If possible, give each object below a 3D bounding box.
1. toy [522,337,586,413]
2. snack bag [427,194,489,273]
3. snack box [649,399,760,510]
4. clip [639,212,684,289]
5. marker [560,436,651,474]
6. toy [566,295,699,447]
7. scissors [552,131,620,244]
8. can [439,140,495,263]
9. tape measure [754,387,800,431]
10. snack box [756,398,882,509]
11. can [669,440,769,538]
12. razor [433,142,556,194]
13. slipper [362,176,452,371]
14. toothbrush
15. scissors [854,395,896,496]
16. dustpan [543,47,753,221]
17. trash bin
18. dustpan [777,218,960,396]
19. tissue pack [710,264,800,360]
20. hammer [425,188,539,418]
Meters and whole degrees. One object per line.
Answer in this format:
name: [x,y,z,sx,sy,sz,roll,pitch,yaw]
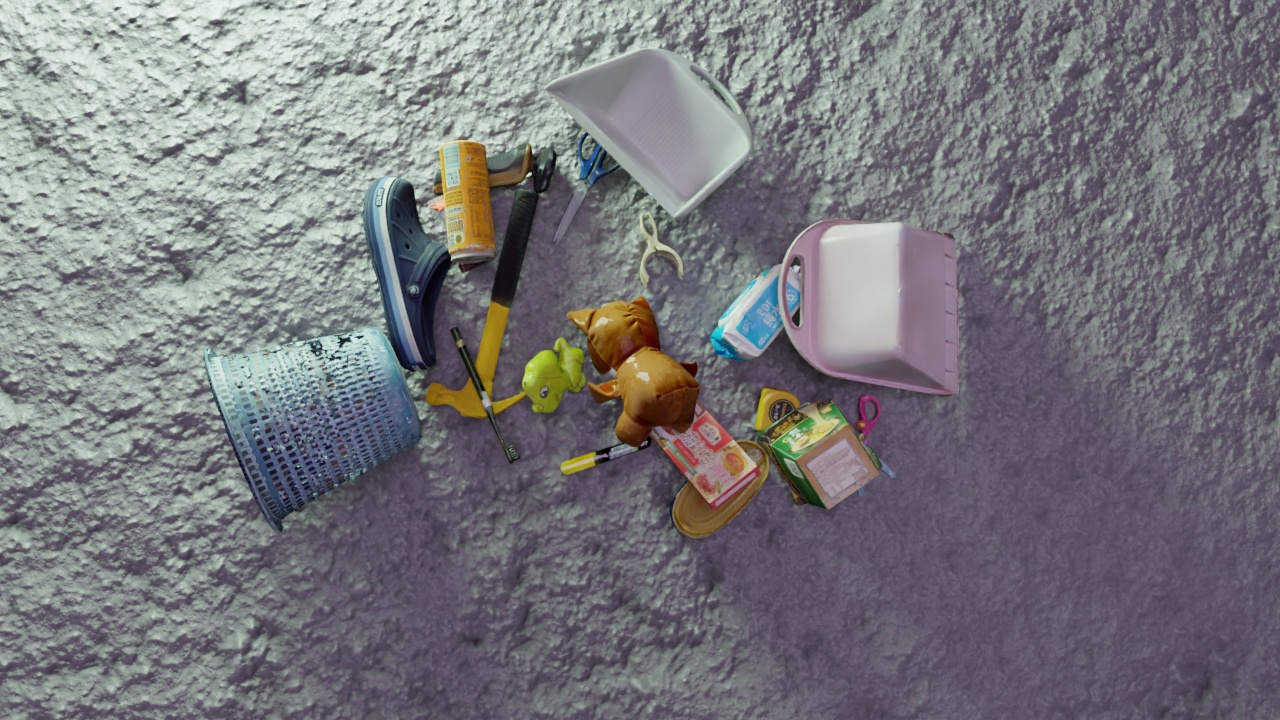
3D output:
toy: [-0.111,0.018,1.166,0.100,0.031,0.096,1,84,-42]
snack bag: [-0.234,-0.169,1.190,0.048,0.026,0.104,-26,105,-2]
snack box: [0.075,0.109,1.148,0.075,0.025,0.153,-37,53,-5]
clip: [0.012,-0.137,1.208,0.096,0.035,0.101,-41,83,-9]
marker: [-0.044,0.122,1.185,0.124,0.015,0.018,-17,86,-9]
toy: [-0.007,0.007,1.146,0.139,0.131,0.199,-12,63,-38]
scissors: [-0.086,-0.237,1.223,0.174,0.012,0.105,-40,90,-6]
can: [-0.216,-0.198,1.147,0.058,0.058,0.146,-5,88,-5]
tape measure: [0.180,0.066,1.198,0.057,0.029,0.060,8,98,-6]
snack box: [0.228,0.121,1.142,0.117,0.105,0.118,-35,98,1]
can: [0.100,0.164,1.171,0.074,0.049,0.148,45,83,1]
razor: [-0.190,-0.242,1.201,0.167,0.062,0.068,-10,115,0]
slipper: [-0.282,-0.114,1.148,0.095,0.105,0.252,-10,84,-4]
toothbrush: [-0.195,0.042,1.151,0.017,0.012,0.186,-24,89,-10]
scissors: [0.282,0.112,1.209,0.125,0.017,0.133,2,87,-6]
dustpan: [0.038,-0.306,1.151,0.222,0.257,0.143,45,106,2]
trash bin: [-0.374,0.062,1.083,0.194,0.227,0.226,-21,85,-19]
dustpan: [0.301,-0.076,1.183,0.139,0.273,0.222,-4,78,36]
tissue pack: [0.151,-0.062,1.180,0.063,0.090,0.140,40,83,-4]
hammer: [-0.179,-0.072,1.180,0.129,0.033,0.300,13,86,-4]
